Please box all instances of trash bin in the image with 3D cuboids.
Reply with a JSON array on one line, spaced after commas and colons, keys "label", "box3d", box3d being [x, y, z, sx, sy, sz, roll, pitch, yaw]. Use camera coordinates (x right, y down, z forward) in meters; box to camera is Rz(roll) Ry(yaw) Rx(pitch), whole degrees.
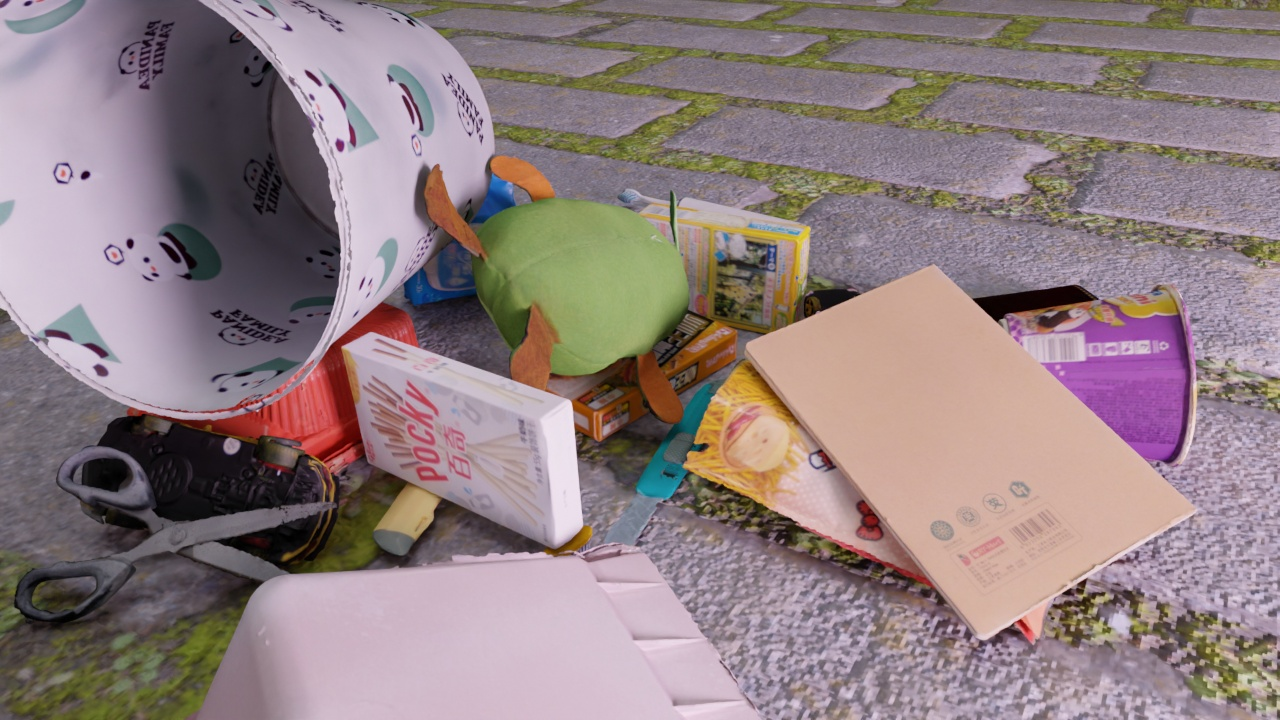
[{"label": "trash bin", "box3d": [-0.218, -0.118, 0.561, 0.230, 0.230, 0.251, 5, 22, 12]}]

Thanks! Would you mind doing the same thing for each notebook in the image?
[{"label": "notebook", "box3d": [0.174, 0.035, 0.510, 0.147, 0.008, 0.207, -23, 53, -18]}]

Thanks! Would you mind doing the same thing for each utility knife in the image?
[{"label": "utility knife", "box3d": [0.024, 0.060, 0.585, 0.029, 0.013, 0.204, 10, 32, 20]}, {"label": "utility knife", "box3d": [-0.125, 0.069, 0.576, 0.031, 0.018, 0.164, 8, 33, 9]}]

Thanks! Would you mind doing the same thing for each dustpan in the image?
[{"label": "dustpan", "box3d": [-0.078, 0.187, 0.362, 0.273, 0.139, 0.222, 13, 22, -34]}]

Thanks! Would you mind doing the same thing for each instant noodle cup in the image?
[{"label": "instant noodle cup", "box3d": [-0.231, 0.005, 0.633, 0.165, 0.079, 0.188, 18, 31, 24]}, {"label": "instant noodle cup", "box3d": [0.278, 0.011, 0.574, 0.099, 0.112, 0.111, -3, 28, 18]}]

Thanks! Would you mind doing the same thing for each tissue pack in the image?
[{"label": "tissue pack", "box3d": [-0.152, -0.103, 0.758, 0.094, 0.157, 0.052, -11, 62, -19]}]

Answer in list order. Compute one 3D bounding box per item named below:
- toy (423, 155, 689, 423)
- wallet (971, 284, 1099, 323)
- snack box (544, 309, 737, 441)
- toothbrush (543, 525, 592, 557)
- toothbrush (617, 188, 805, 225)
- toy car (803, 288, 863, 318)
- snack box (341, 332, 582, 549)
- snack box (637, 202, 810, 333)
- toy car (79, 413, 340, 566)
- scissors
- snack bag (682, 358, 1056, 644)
[{"label": "toy", "box3d": [-0.040, -0.052, 0.607, 0.246, 0.090, 0.227, -14, 71, -57]}, {"label": "wallet", "box3d": [0.309, -0.027, 0.718, 0.122, 0.020, 0.096, -9, 31, -8]}, {"label": "snack box", "box3d": [-0.004, 0.004, 0.672, 0.075, 0.026, 0.153, 25, 39, 36]}, {"label": "toothbrush", "box3d": [-0.095, 0.136, 0.461, 0.016, 0.018, 0.190, 23, 41, 40]}, {"label": "toothbrush", "box3d": [0.067, -0.149, 0.934, 0.221, 0.027, 0.026, 20, 41, 33]}, {"label": "toy car", "box3d": [0.162, -0.017, 0.685, 0.056, 0.037, 0.122, -3, 32, -12]}, {"label": "snack box", "box3d": [-0.102, 0.042, 0.521, 0.157, 0.085, 0.026, 16, 34, 31]}, {"label": "snack box", "box3d": [0.065, -0.074, 0.743, 0.140, 0.087, 0.033, 14, 34, 26]}, {"label": "toy car", "box3d": [-0.248, 0.072, 0.527, 0.156, 0.071, 0.041, 10, -12, 14]}, {"label": "scissors", "box3d": [-0.252, 0.094, 0.487, 0.159, 0.014, 0.174, -41, 65, -10]}, {"label": "snack bag", "box3d": [0.137, 0.070, 0.526, 0.208, 0.073, 0.128, 21, 36, 22]}]
